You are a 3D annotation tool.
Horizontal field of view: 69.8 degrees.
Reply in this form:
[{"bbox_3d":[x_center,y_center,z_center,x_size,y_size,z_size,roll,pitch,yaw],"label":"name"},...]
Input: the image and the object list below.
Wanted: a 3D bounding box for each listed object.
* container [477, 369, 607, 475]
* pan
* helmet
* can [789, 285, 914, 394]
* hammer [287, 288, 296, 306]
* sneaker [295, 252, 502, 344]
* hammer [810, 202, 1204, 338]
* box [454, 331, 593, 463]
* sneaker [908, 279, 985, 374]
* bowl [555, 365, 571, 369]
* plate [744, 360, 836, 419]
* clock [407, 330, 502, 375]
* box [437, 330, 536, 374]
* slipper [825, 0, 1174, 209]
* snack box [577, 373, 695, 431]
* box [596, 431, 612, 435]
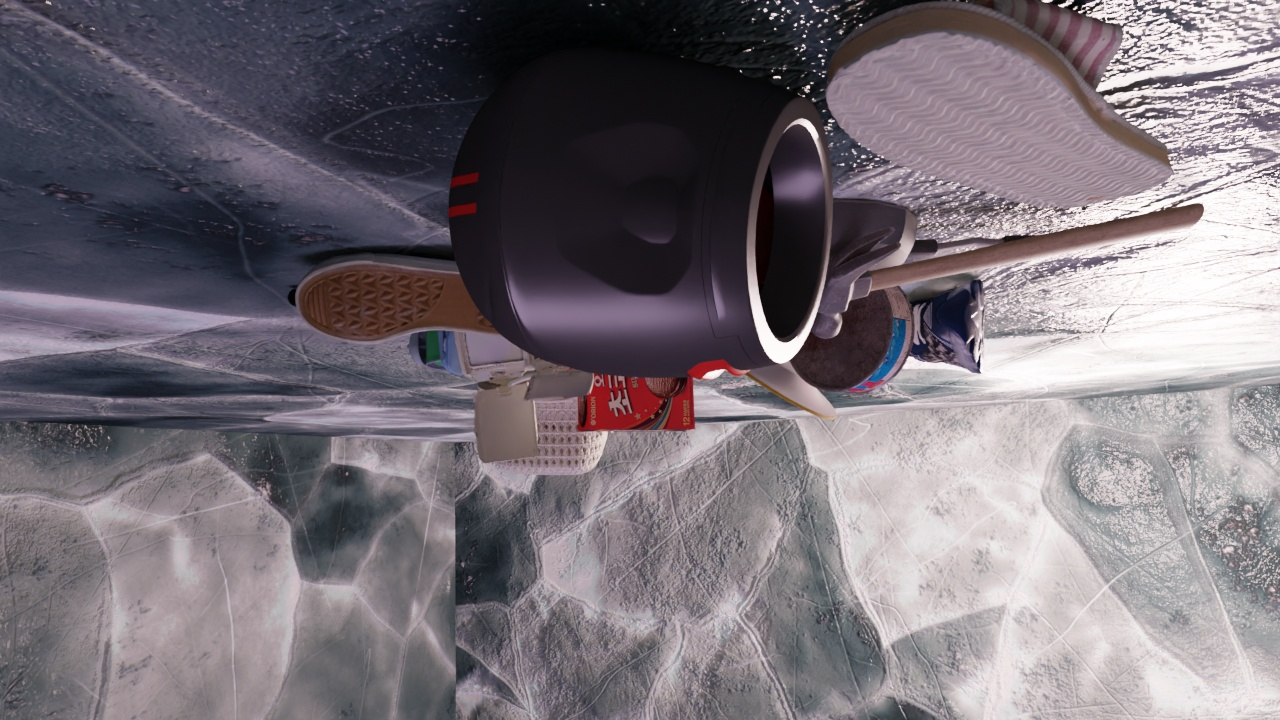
[{"bbox_3d":[-0.123,0.065,1.264,0.184,0.143,0.246,2,-170,1],"label":"container"},{"bbox_3d":[0.241,-0.097,0.810,0.357,0.041,0.179,-2,172,-2],"label":"pan"},{"bbox_3d":[-0.006,-0.075,0.486,0.170,0.164,0.264,7,-174,22],"label":"helmet"},{"bbox_3d":[0.213,-0.031,0.946,0.044,0.130,0.130,6,169,-44],"label":"can"},{"bbox_3d":[-0.206,-0.063,0.988,0.321,0.036,0.123,-1,174,9],"label":"hammer"},{"bbox_3d":[-0.202,-0.068,0.864,0.235,0.087,0.079,0,-154,4],"label":"sneaker"},{"bbox_3d":[0.306,-0.086,0.761,0.331,0.030,0.119,-10,152,-2],"label":"hammer"},{"bbox_3d":[-0.111,-0.002,0.904,0.145,0.185,0.095,-9,165,2],"label":"box"},{"bbox_3d":[0.342,-0.036,1.099,0.132,0.103,0.269,2,177,20],"label":"sneaker"},{"bbox_3d":[-0.062,-0.039,0.989,0.122,0.121,0.035,-4,132,17],"label":"bowl"},{"bbox_3d":[0.127,-0.012,1.019,0.230,0.021,0.229,32,-167,-9],"label":"plate"},{"bbox_3d":[-0.221,-0.015,1.149,0.162,0.075,0.121,-7,171,32],"label":"clock"},{"bbox_3d":[-0.131,-0.022,1.073,0.209,0.066,0.049,-6,180,-32],"label":"box"},{"bbox_3d":[0.203,-0.137,0.493,0.262,0.052,0.115,10,164,-40],"label":"slipper"},{"bbox_3d":[-0.006,0.006,1.079,0.132,0.152,0.036,1,171,-22],"label":"snack box"},{"bbox_3d":[0.003,0.020,1.162,0.112,0.162,0.084,1,167,27],"label":"box"}]
